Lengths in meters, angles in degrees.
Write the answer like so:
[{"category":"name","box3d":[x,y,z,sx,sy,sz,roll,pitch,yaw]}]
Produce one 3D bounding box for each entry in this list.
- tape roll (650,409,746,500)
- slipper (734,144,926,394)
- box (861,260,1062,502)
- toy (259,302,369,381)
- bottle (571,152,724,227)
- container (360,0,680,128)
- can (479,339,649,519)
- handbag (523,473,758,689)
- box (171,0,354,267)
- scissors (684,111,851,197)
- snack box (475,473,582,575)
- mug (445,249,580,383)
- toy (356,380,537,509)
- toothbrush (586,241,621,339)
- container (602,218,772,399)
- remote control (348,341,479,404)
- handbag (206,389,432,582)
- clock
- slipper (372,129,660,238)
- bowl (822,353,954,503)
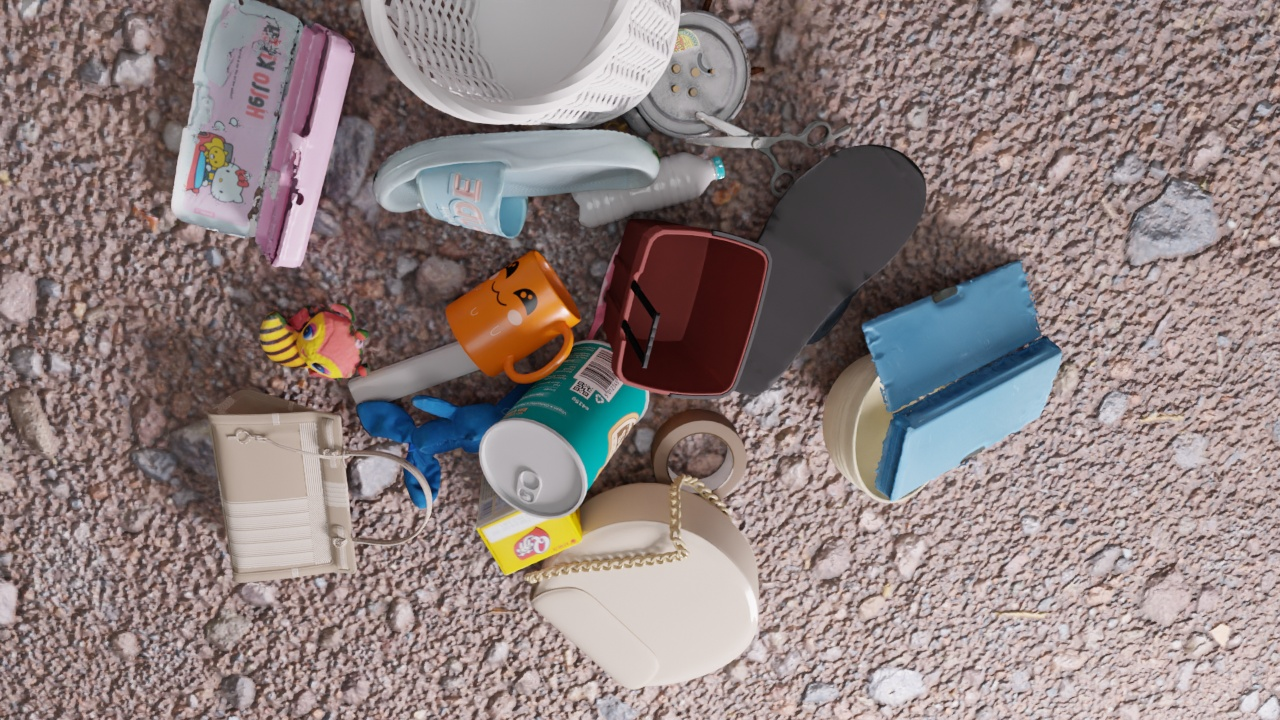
[{"category":"tape roll","box3d":[0.058,0.098,0.924,0.093,0.030,0.094,-2,110,-5]},{"category":"slipper","box3d":[0.155,-0.087,0.845,0.109,0.083,0.266,37,120,6]},{"category":"box","box3d":[0.305,0.017,0.854,0.231,0.060,0.175,-22,112,-29]},{"category":"toy","box3d":[-0.296,-0.015,0.844,0.103,0.046,0.084,7,131,2]},{"category":"bottle","box3d":[0.008,-0.156,0.822,0.136,0.044,0.044,-15,110,0]},{"category":"container","box3d":[-0.076,-0.268,0.673,0.189,0.186,0.189,3,103,12]},{"category":"can","box3d":[-0.065,0.058,0.823,0.099,0.143,0.099,12,123,19]},{"category":"handbag","box3d":[0.010,0.231,0.918,0.209,0.103,0.210,-35,109,23]},{"category":"box","box3d":[-0.320,-0.190,0.764,0.101,0.111,0.202,8,111,-35]},{"category":"scissors","box3d":[0.114,-0.199,0.805,0.131,0.014,0.153,-43,136,7]},{"category":"snack box","box3d":[-0.107,0.140,0.884,0.083,0.105,0.061,-25,113,4]},{"category":"mug","box3d":[-0.107,-0.029,0.825,0.096,0.112,0.077,-32,153,6]},{"category":"toy","box3d":[-0.172,0.071,0.873,0.176,0.071,0.113,-17,106,-3]},{"category":"toothbrush","box3d":[-0.033,-0.054,0.870,0.021,0.016,0.135,16,108,-20]},{"category":"container","box3d":[0.038,-0.040,0.776,0.127,0.200,0.148,8,108,-19]},{"category":"remote control","box3d":[-0.214,0.013,0.879,0.131,0.012,0.033,-19,110,2]},{"category":"handbag","box3d":[-0.292,0.126,0.864,0.198,0.062,0.176,4,110,8]},{"category":"clock","box3d":[0.029,-0.236,0.790,0.148,0.056,0.104,-38,108,6]},{"category":"slipper","box3d":[-0.105,-0.143,0.762,0.245,0.104,0.074,-3,85,7]},{"category":"bowl","box3d":[0.230,0.055,0.890,0.150,0.075,0.151,-10,108,-35]}]
